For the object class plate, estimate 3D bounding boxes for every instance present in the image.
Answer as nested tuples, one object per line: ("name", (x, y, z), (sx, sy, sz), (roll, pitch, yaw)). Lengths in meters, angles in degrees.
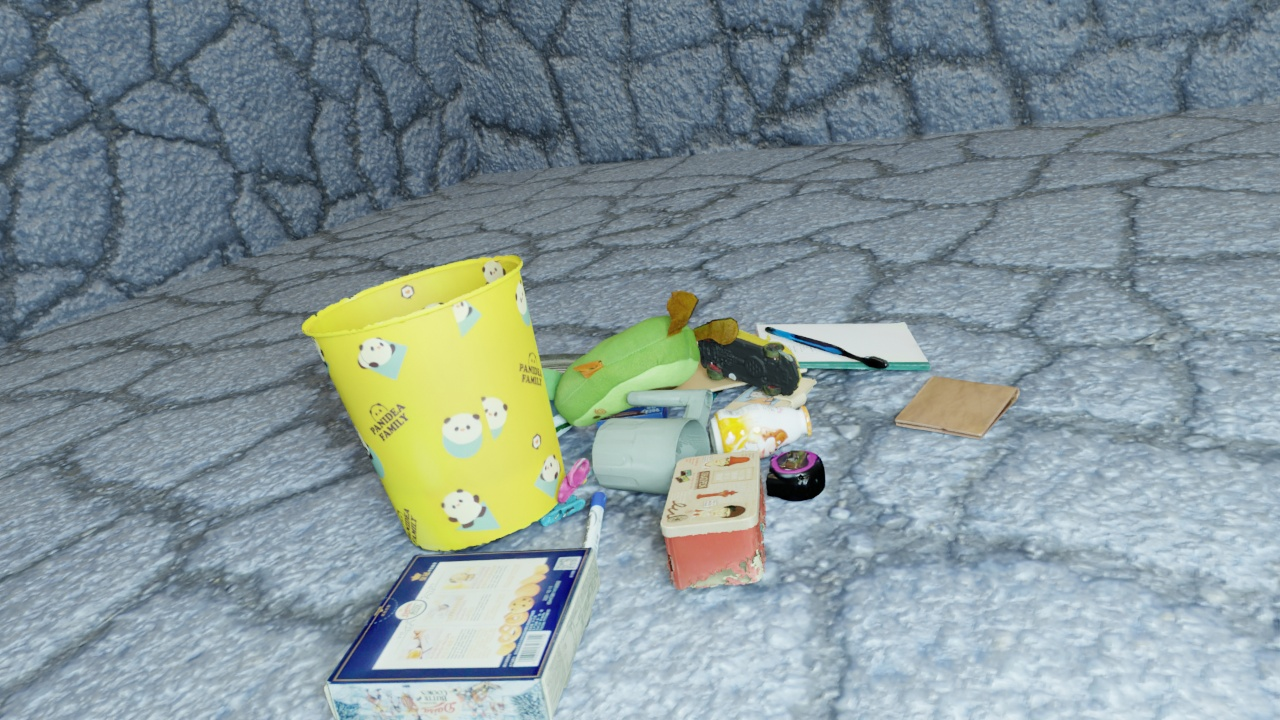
("plate", (-0.120, 0.018, 1.331), (0.179, 0.024, 0.179), (-2, 12, 0))

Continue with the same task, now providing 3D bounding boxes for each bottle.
("bottle", (0.133, 0.077, 1.016), (0.108, 0.063, 0.063), (-11, 20, -1))

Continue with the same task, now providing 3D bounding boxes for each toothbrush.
("toothbrush", (0.240, -0.019, 1.195), (0.190, 0.014, 0.016), (20, 30, 41))

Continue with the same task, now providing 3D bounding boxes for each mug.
("mug", (0.017, 0.086, 0.994), (0.104, 0.084, 0.123), (-1, 56, 30))

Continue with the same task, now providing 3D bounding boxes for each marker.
("marker", (-0.048, 0.173, 0.917), (0.017, 0.017, 0.145), (-8, 20, 6))

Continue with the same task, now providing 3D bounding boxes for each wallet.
("wallet", (0.357, 0.052, 1.036), (0.101, 0.020, 0.115), (9, 31, 41))
("wallet", (0.162, 0.049, 1.139), (0.087, 0.024, 0.114), (-1, 20, 38))

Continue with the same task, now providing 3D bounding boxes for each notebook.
("notebook", (0.266, -0.021, 1.230), (0.209, 0.012, 0.150), (0, 23, 2))
("notebook", (0.097, 0.007, 1.224), (0.207, 0.008, 0.147), (-12, 23, -10))

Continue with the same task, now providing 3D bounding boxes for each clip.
("clip", (-0.086, 0.160, 0.978), (0.056, 0.014, 0.043), (-25, 23, -31))

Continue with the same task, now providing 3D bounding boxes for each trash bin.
("trash bin", (-0.200, 0.044, 0.972), (0.230, 0.255, 0.229), (-14, 18, 4))

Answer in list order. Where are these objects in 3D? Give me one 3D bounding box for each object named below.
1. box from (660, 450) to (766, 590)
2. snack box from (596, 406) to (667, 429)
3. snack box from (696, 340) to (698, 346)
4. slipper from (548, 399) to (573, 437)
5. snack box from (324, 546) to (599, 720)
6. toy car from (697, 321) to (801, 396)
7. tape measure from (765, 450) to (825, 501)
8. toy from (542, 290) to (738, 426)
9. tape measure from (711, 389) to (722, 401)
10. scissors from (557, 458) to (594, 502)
("box", (0.075, 0.151, 0.853), (0.091, 0.077, 0.168), (-8, 14, 10))
("snack box", (-0.006, 0.052, 1.205), (0.084, 0.026, 0.157), (-8, 20, 8))
("snack box", (0.082, -0.004, 1.314), (0.157, 0.027, 0.084), (7, 27, 38))
("slipper", (-0.173, 0.057, 1.209), (0.103, 0.074, 0.246), (-23, 22, -32))
("snack box", (-0.141, 0.228, 0.777), (0.183, 0.046, 0.177), (-6, 21, 13))
("toy car", (0.134, -0.002, 1.134), (0.156, 0.071, 0.041), (20, 40, 36))
("tape measure", (0.159, 0.116, 0.934), (0.057, 0.039, 0.057), (1, 23, 28))
("toy", (-0.006, 0.006, 1.085), (0.247, 0.090, 0.226), (-31, -20, 24))
("tape measure", (0.076, 0.039, 1.202), (0.058, 0.025, 0.054), (5, 23, 27))
("scissors", (-0.059, 0.124, 1.008), (0.017, 0.057, 0.133), (31, 10, 12))
